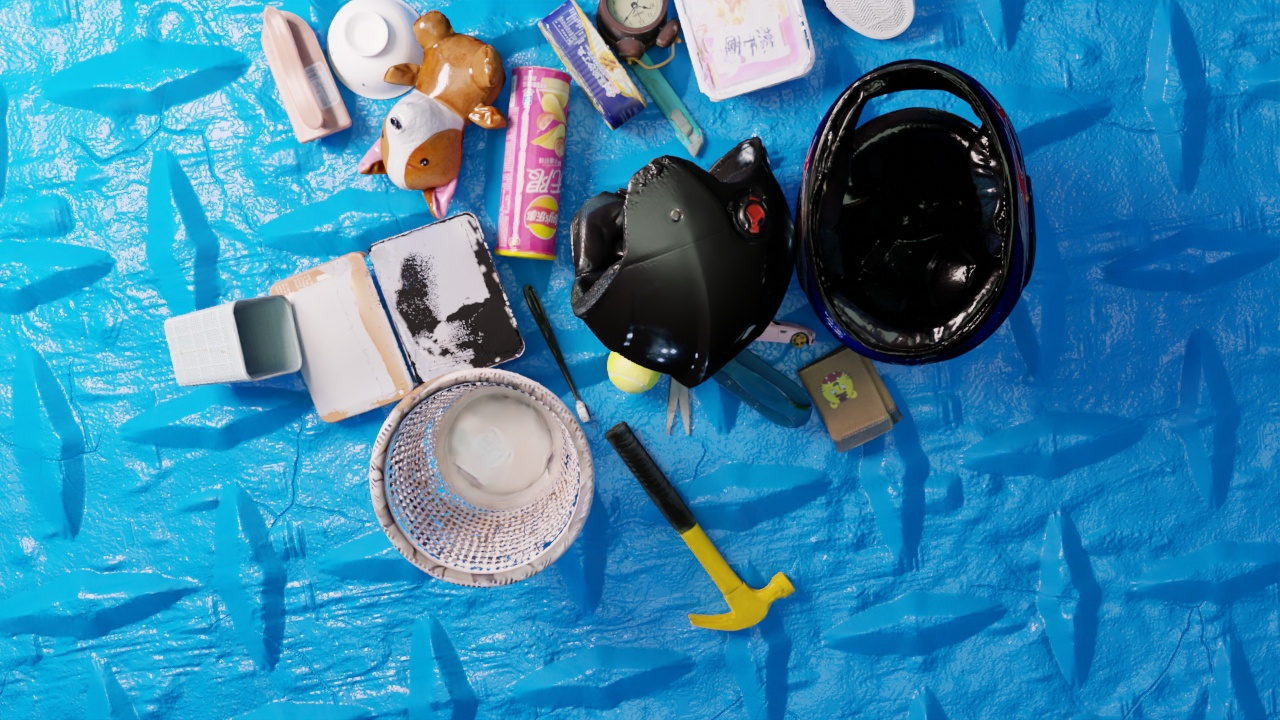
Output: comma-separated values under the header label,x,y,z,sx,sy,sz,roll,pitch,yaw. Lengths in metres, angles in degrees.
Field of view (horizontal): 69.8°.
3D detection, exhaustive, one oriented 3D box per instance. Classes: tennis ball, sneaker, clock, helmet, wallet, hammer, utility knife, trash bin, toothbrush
label,x,y,z,sx,sy,sz,roll,pitch,yaw
tennis ball,-0.006,0.006,1.078,0.065,0.065,0.065,0,95,-3
sneaker,0.227,-0.475,1.043,0.090,0.090,0.242,-29,117,29
clock,-0.003,-0.386,1.040,0.082,0.055,0.122,-25,89,-6
helmet,0.289,-0.156,0.983,0.248,0.239,0.316,0,106,18
wallet,0.254,0.042,1.111,0.090,0.033,0.115,-28,93,1
hammer,0.055,0.202,1.117,0.129,0.033,0.301,-36,96,0
utility knife,0.029,-0.306,1.076,0.029,0.013,0.151,-37,95,-2
trash bin,-0.165,0.112,1.017,0.227,0.192,0.227,0,96,-3
helmet,0.053,-0.111,0.984,0.274,0.234,0.230,-41,104,-12
toothbrush,-0.100,-0.008,1.099,0.015,0.018,0.181,-23,95,3

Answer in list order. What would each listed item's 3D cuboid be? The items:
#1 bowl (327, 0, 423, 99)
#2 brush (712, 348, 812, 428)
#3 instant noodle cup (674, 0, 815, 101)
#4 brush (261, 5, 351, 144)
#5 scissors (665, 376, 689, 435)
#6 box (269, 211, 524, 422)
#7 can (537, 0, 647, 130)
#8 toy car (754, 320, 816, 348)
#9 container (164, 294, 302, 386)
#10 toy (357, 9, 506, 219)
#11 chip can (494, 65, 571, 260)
label,x,y,z,sx,sy,sz,roll,pitch,yaw
bowl,-0.301,-0.359,1.031,0.118,0.064,0.118,0,96,-3
brush,0.142,0.031,1.083,0.144,0.073,0.055,35,98,-6
instant noodle cup,0.112,-0.391,1.048,0.138,0.060,0.173,-17,97,-1
brush,-0.380,-0.322,1.028,0.063,0.073,0.145,-21,94,0
scissors,0.041,0.000,1.108,0.156,0.014,0.168,40,95,-7
box,-0.282,-0.045,1.054,0.260,0.105,0.179,-20,97,-6
can,-0.054,-0.335,1.040,0.049,0.074,0.148,-35,95,4
toy car,0.147,-0.038,1.086,0.122,0.056,0.037,5,102,-3
container,-0.461,-0.020,1.034,0.112,0.090,0.090,-7,97,21
toy,-0.228,-0.271,1.019,0.140,0.130,0.200,35,103,13
chip can,-0.122,-0.222,1.049,0.071,0.071,0.210,6,95,-3
